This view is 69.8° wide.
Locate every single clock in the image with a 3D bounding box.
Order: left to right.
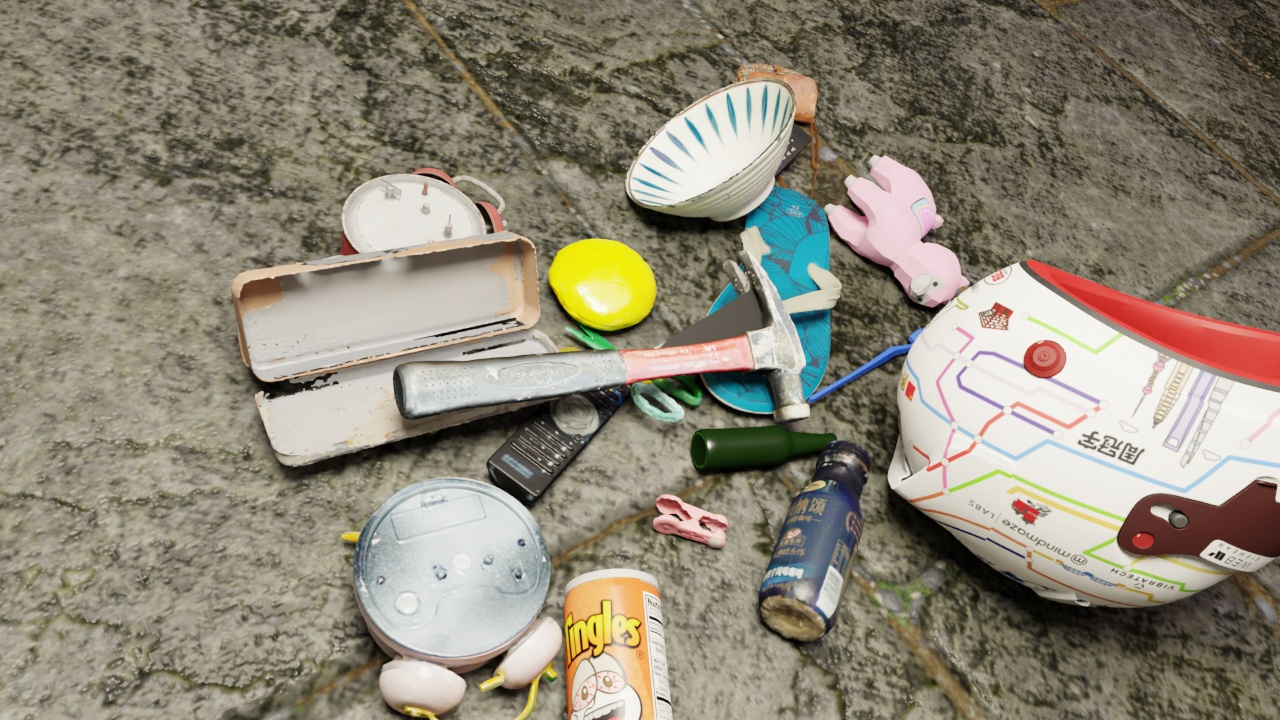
[{"bbox_3d":[-0.170,-0.108,0.739,0.110,0.062,0.156,34,49,7],"label":"clock"},{"bbox_3d":[-0.111,0.151,0.562,0.116,0.059,0.158,-12,59,-28],"label":"clock"}]

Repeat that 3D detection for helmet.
[{"bbox_3d":[0.347,0.067,0.685,0.315,0.236,0.230,18,21,12],"label":"helmet"}]

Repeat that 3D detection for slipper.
[{"bbox_3d":[0.131,-0.071,0.829,0.118,0.060,0.294,24,49,-7],"label":"slipper"}]

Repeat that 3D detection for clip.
[{"bbox_3d":[0.037,0.114,0.675,0.059,0.023,0.039,25,46,-8],"label":"clip"}]

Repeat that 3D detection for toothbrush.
[{"bbox_3d":[0.209,0.002,0.826,0.186,0.017,0.011,-22,57,-36],"label":"toothbrush"}]

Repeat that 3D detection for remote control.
[{"bbox_3d":[-0.059,0.050,0.687,0.045,0.021,0.140,36,45,6],"label":"remote control"},{"bbox_3d":[0.130,-0.205,0.947,0.039,0.010,0.124,44,63,11],"label":"remote control"}]

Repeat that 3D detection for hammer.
[{"bbox_3d":[-0.018,-0.004,0.670,0.325,0.036,0.140,-7,79,-31],"label":"hammer"}]

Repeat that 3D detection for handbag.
[{"bbox_3d":[0.157,-0.250,0.994,0.093,0.043,0.195,4,56,-16],"label":"handbag"}]

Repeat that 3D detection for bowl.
[{"bbox_3d":[0.079,-0.182,0.867,0.071,0.178,0.176,51,38,-34],"label":"bowl"}]

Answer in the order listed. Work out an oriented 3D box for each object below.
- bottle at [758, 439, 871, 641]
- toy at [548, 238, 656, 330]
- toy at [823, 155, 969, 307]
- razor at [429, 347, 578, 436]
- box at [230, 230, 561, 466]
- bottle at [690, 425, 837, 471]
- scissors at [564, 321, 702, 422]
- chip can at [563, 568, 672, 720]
[{"bbox_3d":[0.134,0.127,0.676,0.056,0.056,0.160,29,49,2],"label":"bottle"},{"bbox_3d":[-0.031,-0.065,0.773,0.094,0.041,0.095,-3,53,-21],"label":"toy"},{"bbox_3d":[0.265,-0.127,0.920,0.157,0.067,0.123,44,50,9],"label":"toy"},{"bbox_3d":[-0.105,0.017,0.693,0.143,0.021,0.044,-22,48,-32],"label":"razor"},{"bbox_3d":[-0.159,-0.015,0.641,0.216,0.121,0.094,-15,19,-29],"label":"box"},{"bbox_3d":[0.101,0.068,0.726,0.122,0.033,0.033,-1,54,-23],"label":"bottle"},{"bbox_3d":[-0.013,0.009,0.732,0.132,0.013,0.077,29,32,5],"label":"scissors"},{"bbox_3d":[-0.010,0.232,0.535,0.062,0.062,0.210,7,52,-17],"label":"chip can"}]
